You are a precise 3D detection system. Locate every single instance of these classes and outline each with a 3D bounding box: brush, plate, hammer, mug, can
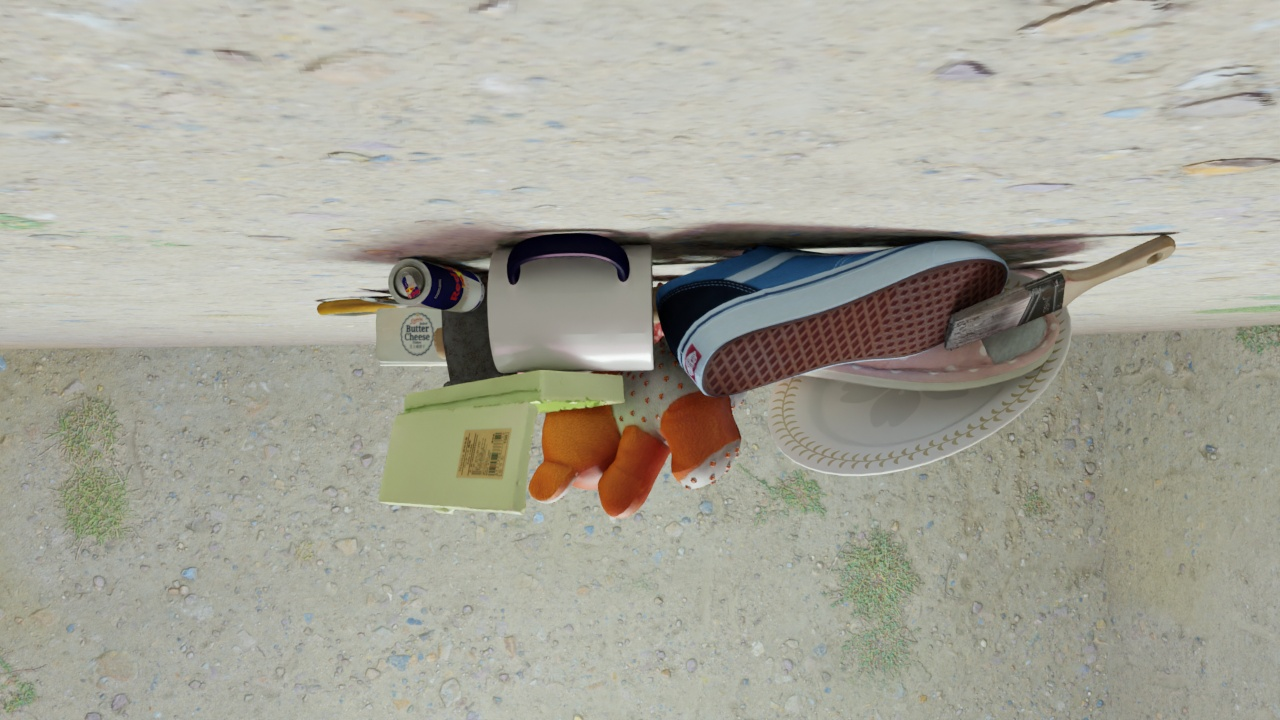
[{"bbox_3d":[0.267,-0.044,0.589,0.151,0.012,0.039,-22,147,8],"label":"brush"},{"bbox_3d":[0.214,0.008,0.727,0.243,0.016,0.242,-27,-154,14],"label":"plate"},{"bbox_3d":[-0.008,-0.040,0.705,0.329,0.098,0.052,-10,172,14],"label":"hammer"},{"bbox_3d":[-0.041,-0.040,0.561,0.097,0.078,0.112,-1,152,2],"label":"mug"},{"bbox_3d":[-0.145,-0.053,0.663,0.032,0.032,0.095,-1,180,14],"label":"can"}]

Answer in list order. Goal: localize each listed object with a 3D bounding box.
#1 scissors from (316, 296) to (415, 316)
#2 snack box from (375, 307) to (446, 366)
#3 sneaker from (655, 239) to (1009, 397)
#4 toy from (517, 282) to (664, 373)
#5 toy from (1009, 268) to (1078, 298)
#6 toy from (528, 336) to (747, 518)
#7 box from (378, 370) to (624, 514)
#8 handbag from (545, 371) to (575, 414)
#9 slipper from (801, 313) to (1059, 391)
[{"bbox_3d":[-0.246,-0.058,0.965,0.230,0.016,0.225,-2,179,20],"label":"scissors"},{"bbox_3d":[-0.161,-0.023,0.949,0.104,0.057,0.207,-1,180,28],"label":"snack box"},{"bbox_3d":[0.122,-0.052,0.592,0.240,0.084,0.098,-13,-131,-21],"label":"sneaker"},{"bbox_3d":[-0.005,0.005,0.805,0.194,0.159,0.084,-42,-157,-4],"label":"toy"},{"bbox_3d":[0.316,-0.055,0.781,0.063,0.047,0.110,-4,-171,-31],"label":"toy"},{"bbox_3d":[0.003,0.042,0.646,0.173,0.093,0.163,-23,-152,31],"label":"toy"},{"bbox_3d":[-0.107,0.044,0.614,0.188,0.066,0.127,-8,-145,52],"label":"box"},{"bbox_3d":[-0.046,-0.011,0.872,0.106,0.122,0.067,-4,-177,-32],"label":"handbag"},{"bbox_3d":[0.165,-0.033,0.692,0.275,0.054,0.113,3,-143,25],"label":"slipper"}]
